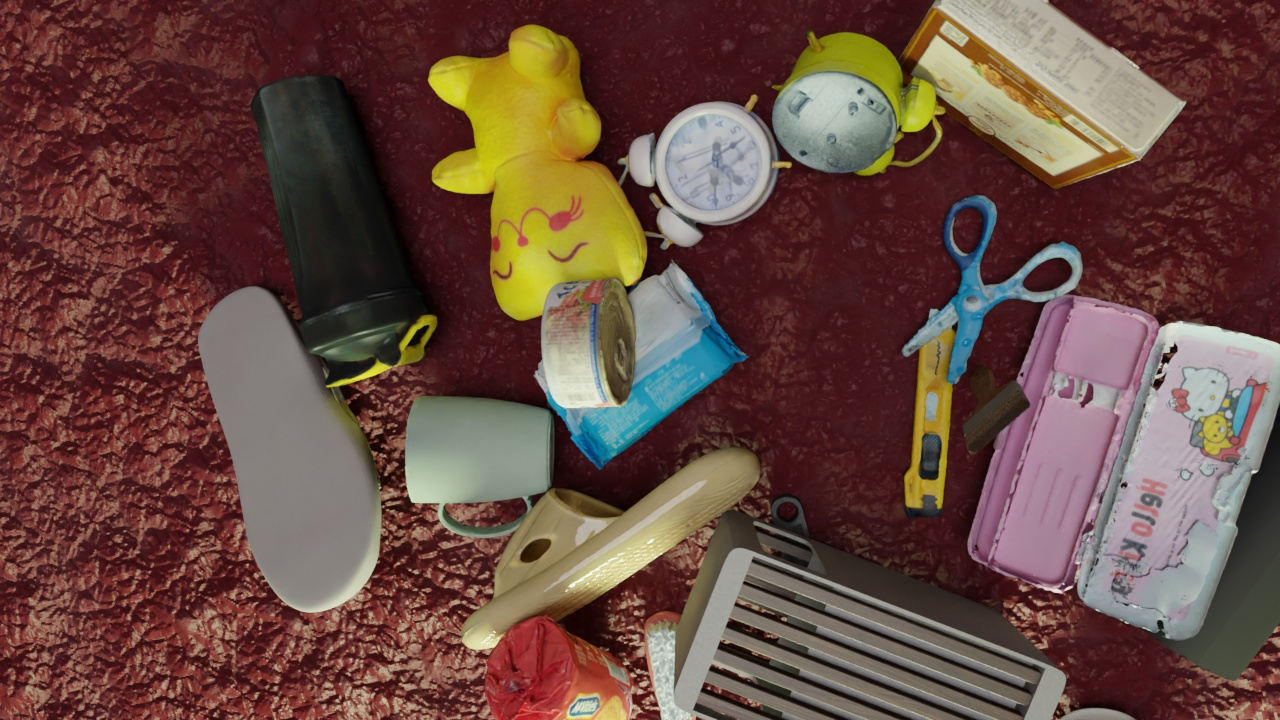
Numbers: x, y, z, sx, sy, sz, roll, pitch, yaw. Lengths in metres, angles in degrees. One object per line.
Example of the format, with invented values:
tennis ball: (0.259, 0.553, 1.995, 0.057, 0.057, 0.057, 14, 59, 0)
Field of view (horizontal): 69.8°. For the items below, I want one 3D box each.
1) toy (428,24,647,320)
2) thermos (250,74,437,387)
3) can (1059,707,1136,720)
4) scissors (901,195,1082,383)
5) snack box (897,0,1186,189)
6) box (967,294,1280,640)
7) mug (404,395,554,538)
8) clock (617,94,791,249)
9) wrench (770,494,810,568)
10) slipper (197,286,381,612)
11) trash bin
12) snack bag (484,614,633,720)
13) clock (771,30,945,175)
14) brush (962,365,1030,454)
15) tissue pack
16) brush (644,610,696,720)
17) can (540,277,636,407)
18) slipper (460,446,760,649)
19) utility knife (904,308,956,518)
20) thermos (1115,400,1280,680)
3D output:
toy: (-0.073, -0.133, 0.659, 0.135, 0.087, 0.194, -17, 95, 29)
thermos: (-0.226, -0.097, 0.691, 0.098, 0.098, 0.221, -16, 91, 12)
can: (0.343, 0.327, 0.668, 0.072, 0.071, 0.128, -10, 97, 11)
scissors: (0.230, -0.054, 0.650, 0.140, 0.013, 0.117, -40, 77, 16)
snack box: (0.235, -0.171, 0.570, 0.143, 0.147, 0.041, 37, 97, 3)
box: (0.320, 0.067, 0.615, 0.153, 0.037, 0.201, 19, 96, 29)
mug: (-0.120, 0.083, 0.705, 0.104, 0.084, 0.111, 1, 105, -2)
clock: (0.041, -0.134, 0.659, 0.125, 0.052, 0.089, -28, 94, 16)
wrench: (0.147, 0.235, 0.716, 0.073, 0.018, 0.273, -14, 95, 11)
slipper: (-0.269, 0.067, 0.738, 0.113, 0.080, 0.265, -30, 75, 7)
trash bin: (0.148, 0.208, 0.645, 0.229, 0.114, 0.114, 21, 94, 2)
snack bag: (-0.059, 0.240, 0.679, 0.082, 0.176, 0.082, -8, 61, 14)
clock: (0.146, -0.166, 0.619, 0.119, 0.056, 0.083, 29, 146, -9)
brush: (0.229, 0.022, 0.603, 0.008, 0.142, 0.045, 43, 111, 2)
tissue pack: (-0.004, 0.004, 0.682, 0.144, 0.061, 0.093, -38, 86, 11)
brush: (0.032, 0.287, 0.737, 0.041, 0.030, 0.172, -9, 98, 11)
can: (-0.033, -0.011, 0.611, 0.043, 0.086, 0.086, -2, 98, 13)
slipper: (-0.030, 0.126, 0.694, 0.262, 0.111, 0.079, -35, 67, 12)
utility knife: (0.213, 0.041, 0.676, 0.030, 0.017, 0.159, 2, 96, 0)
thermos: (0.413, 0.106, 0.613, 0.086, 0.086, 0.199, 29, 102, 4)
